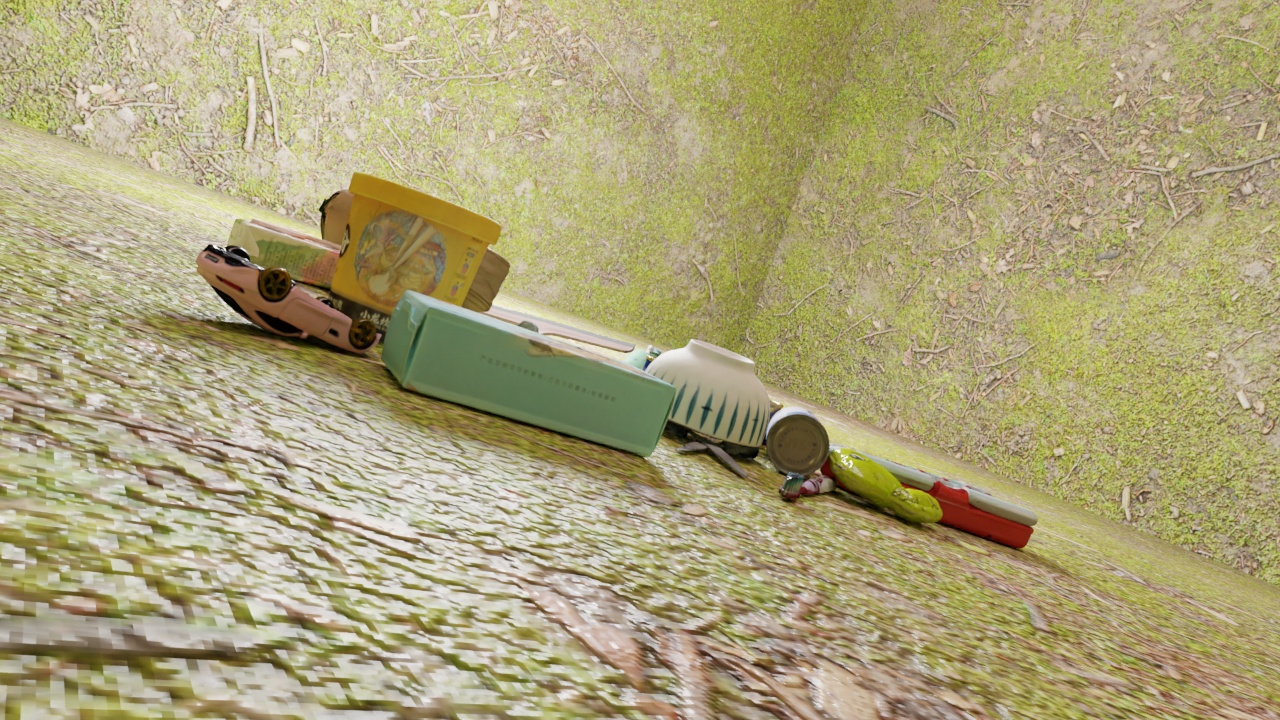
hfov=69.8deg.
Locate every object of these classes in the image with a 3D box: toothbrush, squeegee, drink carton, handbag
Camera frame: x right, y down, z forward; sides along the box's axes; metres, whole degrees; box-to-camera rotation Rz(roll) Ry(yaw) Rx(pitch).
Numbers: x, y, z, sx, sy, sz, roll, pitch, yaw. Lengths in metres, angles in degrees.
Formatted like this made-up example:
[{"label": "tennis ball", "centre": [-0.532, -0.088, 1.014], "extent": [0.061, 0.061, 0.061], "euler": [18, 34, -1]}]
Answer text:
[{"label": "toothbrush", "centre": [0.133, 0.094, 0.707], "extent": [0.016, 0.017, 0.187], "euler": [21, 3, 22]}, {"label": "toothbrush", "centre": [-0.006, 0.006, 0.978], "extent": [0.027, 0.026, 0.224], "euler": [23, 13, 5]}, {"label": "squeegee", "centre": [-0.124, -0.030, 1.041], "extent": [0.247, 0.040, 0.249], "euler": [16, 2, -3]}, {"label": "drink carton", "centre": [-0.338, -0.103, 0.905], "extent": [0.122, 0.045, 0.053], "euler": [17, 5, -36]}, {"label": "handbag", "centre": [-0.250, -0.114, 0.999], "extent": [0.205, 0.099, 0.147], "euler": [19, -11, 33]}]

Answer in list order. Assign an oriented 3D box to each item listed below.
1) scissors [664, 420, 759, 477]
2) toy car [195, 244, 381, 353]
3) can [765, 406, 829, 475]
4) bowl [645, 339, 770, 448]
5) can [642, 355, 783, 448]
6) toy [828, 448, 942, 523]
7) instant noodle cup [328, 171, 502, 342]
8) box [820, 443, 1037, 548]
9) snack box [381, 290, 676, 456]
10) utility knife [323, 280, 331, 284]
[{"label": "scissors", "centre": [0.054, 0.068, 0.744], "extent": [0.159, 0.014, 0.178], "euler": [15, 7, -40]}, {"label": "toy car", "centre": [-0.211, -0.032, 0.554], "extent": [0.056, 0.037, 0.122], "euler": [26, -7, 35]}, {"label": "can", "centre": [0.140, 0.071, 0.828], "extent": [0.053, 0.053, 0.134], "euler": [20, 3, 8]}, {"label": "bowl", "centre": [0.059, 0.022, 0.778], "extent": [0.116, 0.066, 0.116], "euler": [20, 6, -2]}, {"label": "can", "centre": [0.067, 0.042, 0.919], "extent": [0.148, 0.049, 0.074], "euler": [20, 3, -9]}, {"label": "toy", "centre": [0.201, 0.106, 0.767], "extent": [0.100, 0.031, 0.096], "euler": [33, 8, 29]}, {"label": "instant noodle cup", "centre": [-0.182, -0.073, 0.713], "extent": [0.118, 0.114, 0.118], "euler": [20, 4, -2]}, {"label": "box", "centre": [0.267, 0.120, 0.859], "extent": [0.201, 0.047, 0.086], "euler": [19, 3, -12]}, {"label": "snack box", "centre": [-0.070, 0.009, 0.579], "extent": [0.174, 0.051, 0.074], "euler": [19, 4, -27]}, {"label": "utility knife", "centre": [-0.222, -0.044, 0.901], "extent": [0.186, 0.013, 0.029], "euler": [21, 1, -5]}]
